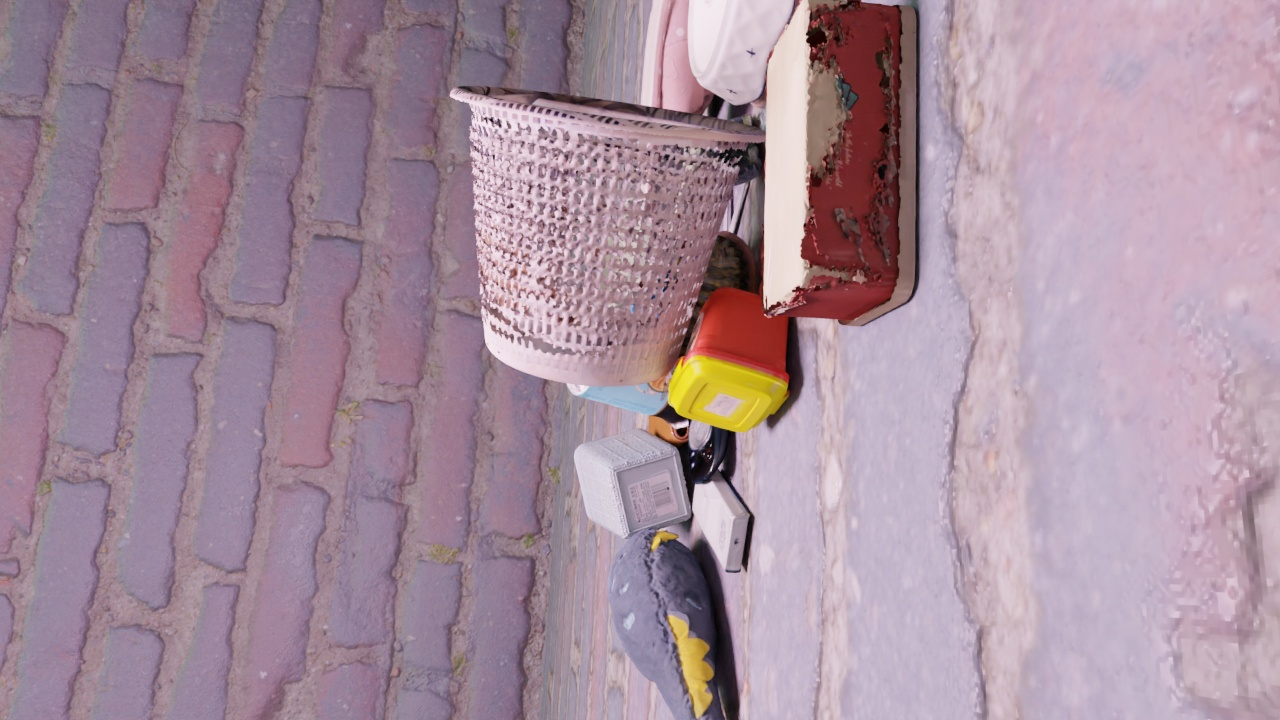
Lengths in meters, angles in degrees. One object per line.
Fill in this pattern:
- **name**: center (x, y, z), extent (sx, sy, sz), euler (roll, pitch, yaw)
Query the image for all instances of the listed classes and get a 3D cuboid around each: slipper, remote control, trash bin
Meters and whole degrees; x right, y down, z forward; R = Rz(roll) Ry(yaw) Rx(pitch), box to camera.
- **slipper**: center (0.041, -0.257, 0.847), extent (0.114, 0.054, 0.275), euler (-38, -41, -67)
- **remote control**: center (0.062, 0.047, 0.820), extent (0.053, 0.024, 0.136), euler (-43, 38, 50)
- **trash bin**: center (-0.034, -0.093, 0.685), extent (0.227, 0.227, 0.192), euler (-110, 27, -70)
- **remote control**: center (0.066, 0.131, 0.772), extent (0.125, 0.024, 0.049), euler (-126, 41, -76)

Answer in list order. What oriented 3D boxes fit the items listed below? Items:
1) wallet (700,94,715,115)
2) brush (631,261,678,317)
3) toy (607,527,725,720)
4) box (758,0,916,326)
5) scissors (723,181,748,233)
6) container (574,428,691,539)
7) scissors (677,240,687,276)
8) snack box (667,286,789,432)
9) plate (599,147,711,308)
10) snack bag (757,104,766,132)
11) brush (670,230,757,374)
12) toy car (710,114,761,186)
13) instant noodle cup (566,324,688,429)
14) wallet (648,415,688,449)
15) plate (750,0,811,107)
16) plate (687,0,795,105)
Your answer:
- **wallet**: center (0.061, -0.299, 0.953), extent (0.125, 0.032, 0.101), euler (136, 141, -57)
- **brush**: center (0.008, -0.033, 1.149), extent (0.315, 0.060, 0.109), euler (100, 172, -57)
- **toy**: center (0.022, 0.228, 0.837), extent (0.356, 0.091, 0.138), euler (-119, 7, -76)
- **box**: center (0.100, -0.110, 0.510), extent (0.091, 0.077, 0.168), euler (132, 141, -77)
- **scissors**: center (0.078, -0.094, 0.852), extent (0.176, 0.012, 0.162), euler (107, 166, -49)
- **container**: center (-0.007, 0.129, 0.954), extent (0.111, 0.089, 0.090), euler (-170, 66, -72)
- **scissors**: center (0.050, -0.120, 0.994), extent (0.137, 0.017, 0.093), euler (142, 122, -86)
- **snack box**: center (0.069, -0.001, 0.671), extent (0.091, 0.082, 0.080), euler (113, 173, -63)
- **plate**: center (0.015, -0.157, 1.015), extent (0.231, 0.027, 0.229), euler (-52, 23, 32)
- **snack bag**: center (0.105, -0.166, 0.670), extent (0.104, 0.026, 0.048), euler (-93, 19, -45)
- **brush**: center (0.065, -0.035, 0.766), extent (0.073, 0.063, 0.145), euler (9, -93, -69)
- **toy car**: center (0.081, -0.178, 0.787), extent (0.090, 0.043, 0.034), euler (-91, -17, -48)
- **instant noodle cup**: center (-0.005, 0.005, 0.896), extent (0.111, 0.120, 0.111), euler (-32, 54, 57)
- **wallet**: center (0.031, 0.051, 1.015), extent (0.132, 0.031, 0.107), euler (123, 148, -69)
- **plate**: center (0.105, -0.327, 0.755), extent (0.229, 0.028, 0.229), euler (-177, 91, -80)
- **plate**: center (0.075, -0.299, 0.698), extent (0.205, 0.045, 0.205), euler (-177, 91, -80)
